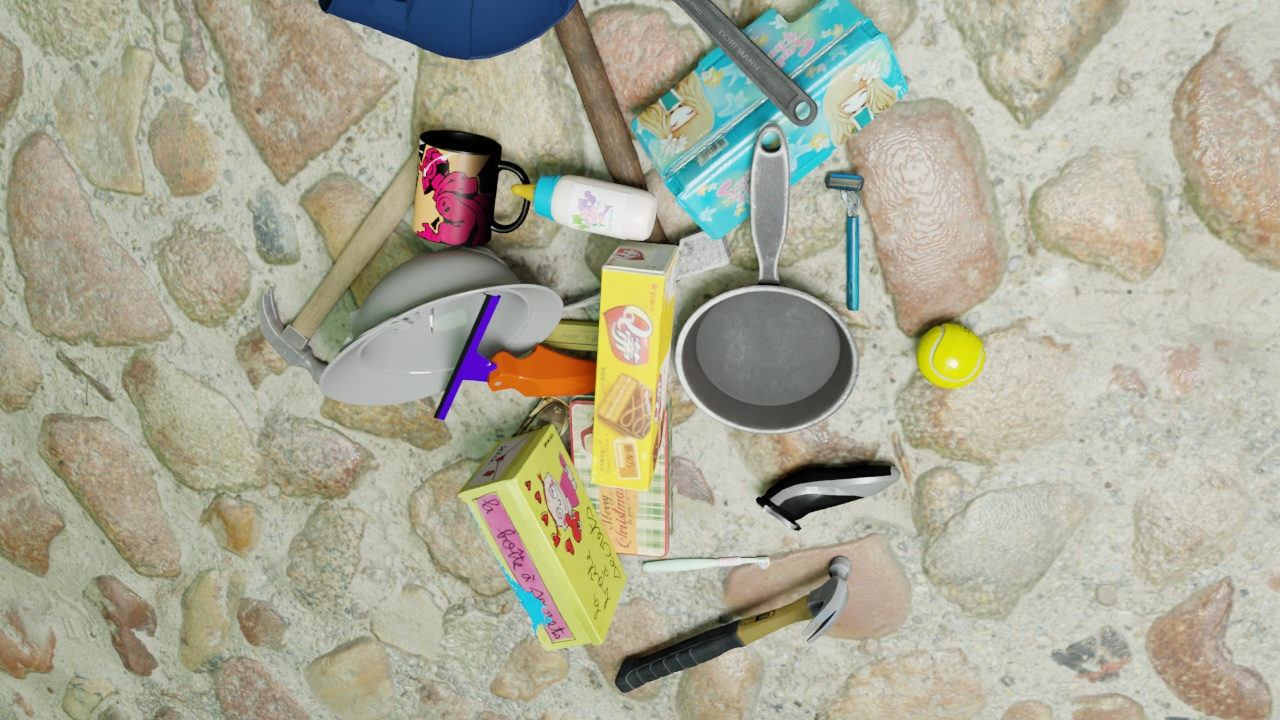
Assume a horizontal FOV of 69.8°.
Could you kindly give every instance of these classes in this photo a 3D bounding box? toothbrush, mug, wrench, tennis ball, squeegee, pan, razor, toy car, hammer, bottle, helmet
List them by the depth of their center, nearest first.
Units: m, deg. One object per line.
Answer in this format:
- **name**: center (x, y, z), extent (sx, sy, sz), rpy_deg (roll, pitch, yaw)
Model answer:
- **helmet**: center (-0.134, -0.383, 0.762), extent (0.222, 0.232, 0.273), rpy_deg (3, 145, -29)
- **wrench**: center (0.061, -0.304, 0.812), extent (0.273, 0.018, 0.073), rpy_deg (50, 121, 16)
- **pan**: center (0.125, -0.068, 0.901), extent (0.187, 0.055, 0.357), rpy_deg (3, 126, 10)
- **bottle**: center (-0.058, -0.155, 0.901), extent (0.146, 0.051, 0.051), rpy_deg (13, 115, 8)
- **razor**: center (0.211, -0.117, 0.917), extent (0.042, 0.022, 0.144), rpy_deg (20, 128, 46)
- **tennis ball**: center (0.310, -0.004, 0.918), extent (0.065, 0.065, 0.065), rpy_deg (5, 114, 10)
- **hammer**: center (-0.058, -0.203, 0.930), extent (0.218, 0.037, 0.301), rpy_deg (-16, 108, 19)
- **mug**: center (-0.171, -0.174, 0.944), extent (0.118, 0.081, 0.098), rpy_deg (11, 115, -2)
- **helmet**: center (-0.219, -0.056, 0.962), extent (0.271, 0.183, 0.117), rpy_deg (-24, 67, 14)
- **squeegee**: center (-0.104, 0.013, 0.985), extent (0.184, 0.055, 0.250), rpy_deg (-1, 150, -26)
- **razor**: center (0.208, 0.142, 1.014), extent (0.156, 0.057, 0.060), rpy_deg (-25, 78, 13)
- **wrench**: center (-0.130, -0.036, 1.027), extent (0.273, 0.018, 0.084), rpy_deg (3, 110, 12)
- **hammer**: center (-0.323, -0.112, 1.033), extent (0.119, 0.030, 0.332), rpy_deg (41, 116, -7)
- **toy car**: center (-0.123, 0.092, 1.066), extent (0.047, 0.047, 0.112), rpy_deg (35, 116, -8)
- **hammer**: center (0.102, 0.333, 1.097), extent (0.334, 0.117, 0.025), rpy_deg (-31, 101, 28)
- **toothbrush**: center (0.078, 0.246, 1.107), extent (0.155, 0.015, 0.022), rpy_deg (-6, 144, 14)

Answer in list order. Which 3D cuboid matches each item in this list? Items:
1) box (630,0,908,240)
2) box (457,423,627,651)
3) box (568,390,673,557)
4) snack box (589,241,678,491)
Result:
- **box**: center (0.115, -0.237, 0.860), extent (0.227, 0.098, 0.121), rpy_deg (-37, 58, 13)
- **box**: center (-0.100, 0.198, 1.015), extent (0.081, 0.124, 0.221), rpy_deg (-19, 107, 23)
- **box**: center (-0.020, 0.130, 1.061), extent (0.118, 0.049, 0.206), rpy_deg (5, 115, 11)
- **snack box**: center (-0.005, 0.005, 0.920), extent (0.062, 0.109, 0.230), rpy_deg (7, 112, 7)
